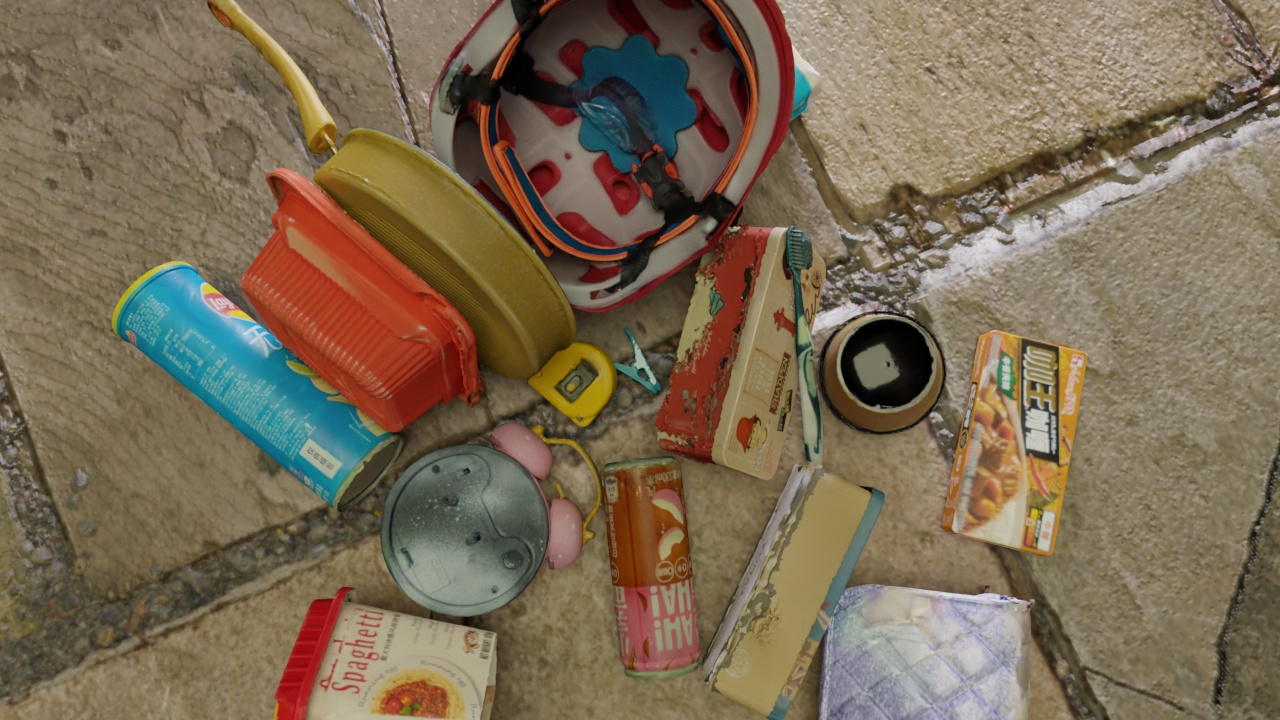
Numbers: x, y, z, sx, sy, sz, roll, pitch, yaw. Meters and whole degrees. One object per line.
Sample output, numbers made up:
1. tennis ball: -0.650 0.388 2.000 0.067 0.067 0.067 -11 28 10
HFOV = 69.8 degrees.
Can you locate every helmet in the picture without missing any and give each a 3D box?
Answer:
1. helmet: -0.013 -0.169 0.627 0.240 0.143 0.207 -37 104 17

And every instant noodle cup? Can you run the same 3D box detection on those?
1. instant noodle cup: -0.184 -0.025 0.606 0.164 0.189 0.079 38 70 6
2. instant noodle cup: -0.161 0.223 0.601 0.124 0.116 0.117 5 126 -3

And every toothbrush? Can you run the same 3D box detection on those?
1. toothbrush: 0.118 -0.002 0.644 0.016 0.018 0.192 -27 119 -32

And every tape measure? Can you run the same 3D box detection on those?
1. tape measure: -0.047 0.014 0.677 0.060 0.029 0.057 41 101 5

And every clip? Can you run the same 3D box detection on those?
1. clip: -0.004 0.004 0.692 0.033 0.013 0.054 -44 85 -4

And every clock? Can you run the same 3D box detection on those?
1. clock: -0.103 0.111 0.656 0.158 0.060 0.117 -27 82 -2

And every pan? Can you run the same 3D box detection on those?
1. pan: -0.183 -0.125 0.622 0.357 0.198 0.078 37 70 6

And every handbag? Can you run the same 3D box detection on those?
1. handbag: 0.189 0.250 0.617 0.134 0.075 0.193 3 78 22

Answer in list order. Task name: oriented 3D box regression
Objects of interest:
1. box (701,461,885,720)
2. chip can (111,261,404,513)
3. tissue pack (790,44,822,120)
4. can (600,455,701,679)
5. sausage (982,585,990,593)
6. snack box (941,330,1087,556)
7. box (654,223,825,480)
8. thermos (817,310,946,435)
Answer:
1. box: 0.105 0.149 0.634 0.060 0.090 0.184 28 88 5
2. chip can: -0.274 0.019 0.663 0.210 0.071 0.071 38 84 4
3. tissue pack: 0.064 -0.224 0.698 0.090 0.063 0.140 -40 84 -5
4. can: 0.007 0.143 0.646 0.058 0.058 0.147 -6 86 -1
5. sausage: 0.228 0.236 0.657 0.020 0.020 0.155 20 83 3
6. snack box: 0.276 0.060 0.677 0.075 0.026 0.153 14 82 1
7. box: 0.065 -0.008 0.652 0.076 0.091 0.168 10 81 35
8. thermos: 0.168 0.006 0.633 0.093 0.143 0.093 -1 86 12
